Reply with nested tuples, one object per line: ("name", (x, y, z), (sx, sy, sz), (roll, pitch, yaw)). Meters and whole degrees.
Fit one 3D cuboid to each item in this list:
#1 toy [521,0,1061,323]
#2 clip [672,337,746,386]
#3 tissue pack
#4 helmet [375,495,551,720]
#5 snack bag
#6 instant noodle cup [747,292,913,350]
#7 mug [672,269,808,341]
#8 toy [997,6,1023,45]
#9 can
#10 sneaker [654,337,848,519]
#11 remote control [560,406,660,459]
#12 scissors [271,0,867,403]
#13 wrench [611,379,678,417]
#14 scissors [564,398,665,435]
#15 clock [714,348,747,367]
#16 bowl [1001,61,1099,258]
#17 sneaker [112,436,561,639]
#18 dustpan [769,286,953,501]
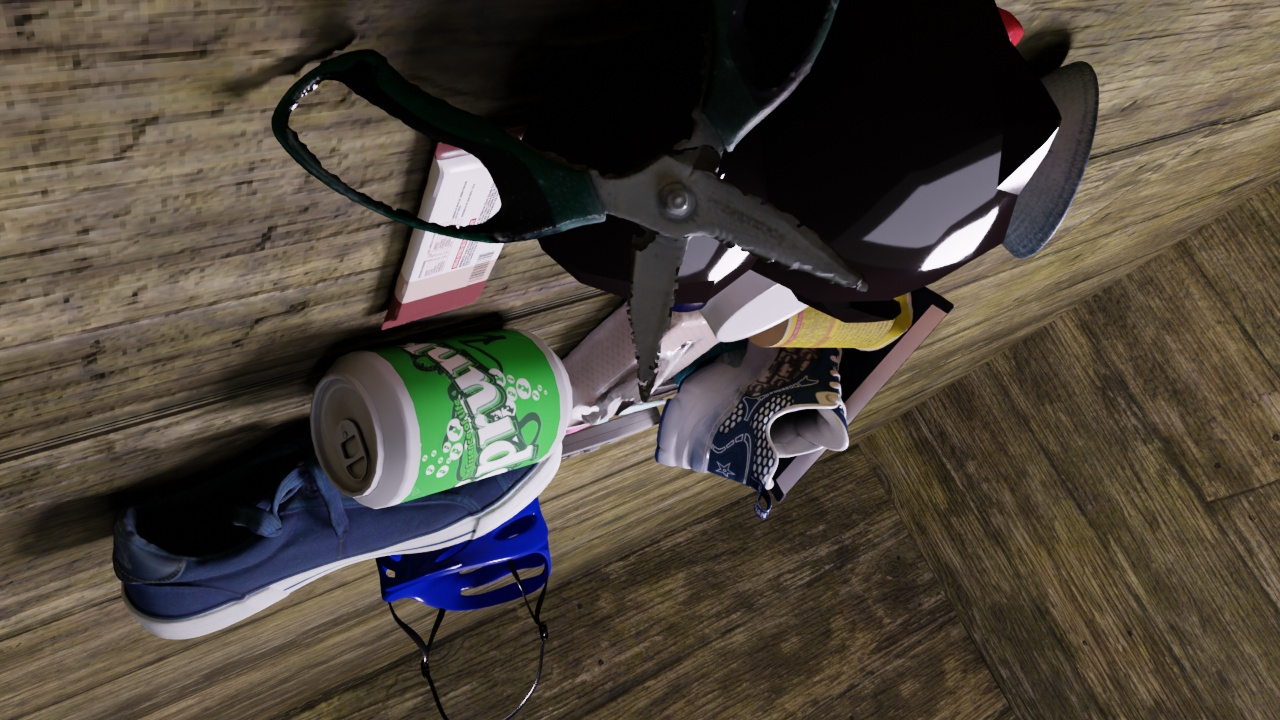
("toy", (0.046, -0.079, 0.356), (0.184, 0.159, 0.140), (-12, -164, -7))
("clip", (0.048, -0.008, 0.839), (0.097, 0.026, 0.116), (-32, 166, 7))
("tissue pack", (-0.004, 0.004, 0.708), (0.103, 0.071, 0.182), (-13, 163, -48))
("helmet", (-0.151, 0.222, 0.864), (0.148, 0.227, 0.241), (-21, 166, 14))
("snack bag", (-0.086, -0.059, 0.433), (0.056, 0.013, 0.158), (-22, 165, -31))
("instant noodle cup", (0.140, -0.051, 0.742), (0.112, 0.100, 0.101), (-9, 158, -29))
("mug", (0.037, -0.066, 0.467), (0.111, 0.097, 0.079), (-20, 164, -27))
("toy", (0.139, -0.132, 0.505), (0.131, 0.097, 0.124), (-51, 166, 14))
("can", (-0.114, 0.031, 0.544), (0.139, 0.087, 0.088), (-12, 159, -47))
("sneaker", (0.140, 0.032, 0.825), (0.268, 0.132, 0.103), (-37, 146, -34))
("remote control", (-0.056, 0.072, 0.793), (0.151, 0.019, 0.074), (-19, 178, 24))
("scissors", (-0.004, -0.095, 0.297), (0.015, 0.201, 0.205), (-108, -139, -84))
("wrench", (0.066, 0.018, 0.991), (0.272, 0.010, 0.070), (-15, 161, -42))
("scissors", (-0.038, 0.046, 0.862), (0.170, 0.013, 0.177), (-9, 152, -33))
("clock", (0.105, 0.015, 0.957), (0.119, 0.042, 0.095), (-10, 144, -49))
("bowl", (0.259, -0.144, 0.643), (0.057, 0.137, 0.137), (13, 163, 2))
("sneaker", (-0.183, 0.075, 0.589), (0.294, 0.120, 0.127), (-18, 141, -25))
("dustpan", (0.215, 0.022, 0.951), (0.236, 0.080, 0.273), (-51, -164, 11))
